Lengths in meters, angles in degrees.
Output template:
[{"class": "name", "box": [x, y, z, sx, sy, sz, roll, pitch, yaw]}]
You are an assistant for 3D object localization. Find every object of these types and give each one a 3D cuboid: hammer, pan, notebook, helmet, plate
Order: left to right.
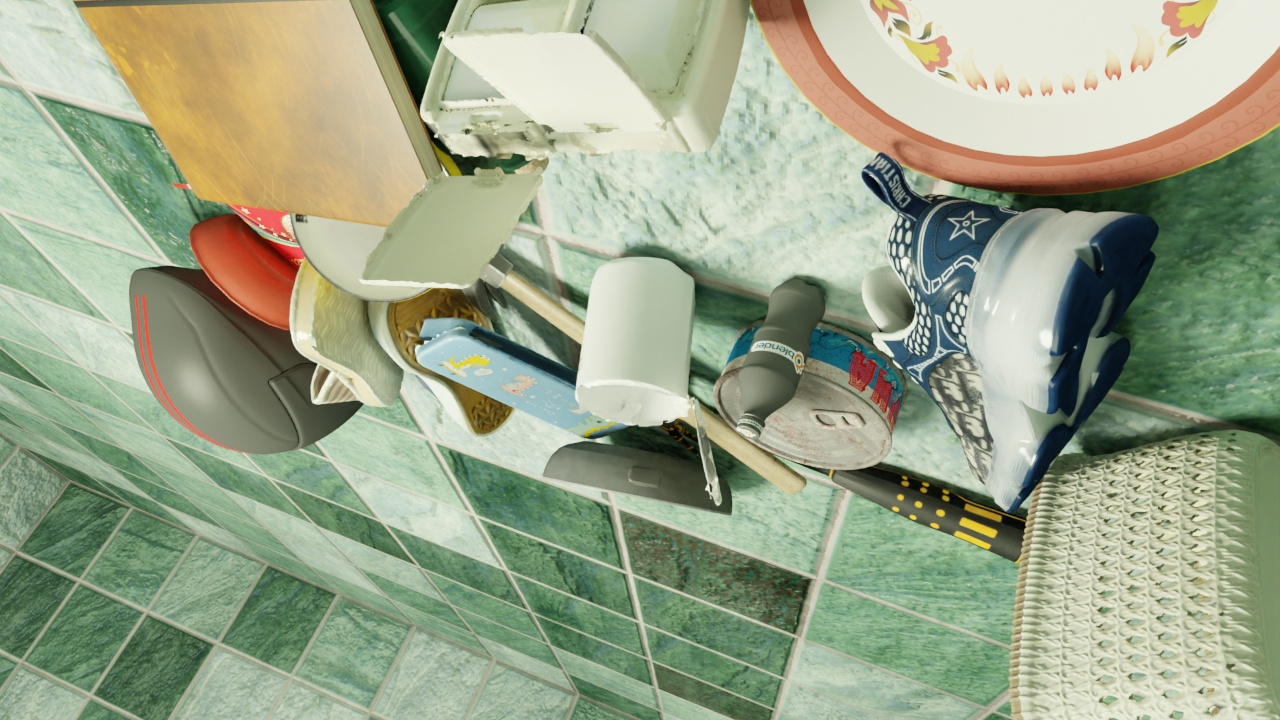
[{"class": "notebook", "box": [-0.226, -0.158, 0.518, 0.250, 0.014, 0.179, 12, 138, 30]}, {"class": "helmet", "box": [-0.375, 0.001, 0.885, 0.164, 0.169, 0.265, 4, 145, 35]}, {"class": "hammer", "box": [-0.004, 0.004, 0.717, 0.331, 0.030, 0.120, 34, 153, -8]}, {"class": "pan", "box": [0.002, 0.094, 0.762, 0.178, 0.041, 0.357, 11, 172, 1]}, {"class": "hammer", "box": [0.159, 0.090, 0.754, 0.321, 0.036, 0.123, 21, 153, 13]}, {"class": "plate", "box": [0.150, -0.152, 0.348, 0.230, 0.021, 0.230, 20, 152, 11]}]

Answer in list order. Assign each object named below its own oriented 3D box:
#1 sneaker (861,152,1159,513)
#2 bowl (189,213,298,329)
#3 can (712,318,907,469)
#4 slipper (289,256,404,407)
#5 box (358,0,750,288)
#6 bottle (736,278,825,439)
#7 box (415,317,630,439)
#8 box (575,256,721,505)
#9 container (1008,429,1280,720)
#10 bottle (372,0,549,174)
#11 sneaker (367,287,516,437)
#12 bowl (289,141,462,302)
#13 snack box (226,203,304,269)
[{"class": "sneaker", "box": [0.185, -0.009, 0.511, 0.132, 0.103, 0.269, 33, 168, 30]}, {"class": "bowl", "box": [-0.323, -0.084, 0.790, 0.122, 0.035, 0.122, 48, -169, -13]}, {"class": "can", "box": [0.120, 0.026, 0.657, 0.130, 0.044, 0.130, 20, 152, 11]}, {"class": "slipper", "box": [-0.243, -0.019, 0.754, 0.052, 0.115, 0.263, 7, 168, 0]}, {"class": "box", "box": [-0.043, -0.123, 0.388, 0.146, 0.185, 0.095, 3, 138, 24]}, {"class": "bottle", "box": [0.084, -0.001, 0.569, 0.036, 0.109, 0.036, 20, 152, 11]}, {"class": "box", "box": [-0.090, 0.023, 0.763, 0.066, 0.049, 0.209, -3, 158, 43]}, {"class": "box", "box": [0.011, 0.012, 0.609, 0.112, 0.162, 0.085, 7, 155, 5]}, {"class": "container", "box": [0.322, 0.159, 0.529, 0.184, 0.245, 0.143, 36, 142, -13]}, {"class": "bottle", "box": [-0.095, -0.152, 0.505, 0.061, 0.061, 0.131, 3, 145, 40]}, {"class": "sneaker", "box": [-0.178, -0.017, 0.810, 0.079, 0.087, 0.236, 37, 164, 29]}, {"class": "bowl", "box": [-0.168, -0.104, 0.623, 0.117, 0.067, 0.117, 2, 110, 4]}, {"class": "snack box", "box": [-0.258, -0.129, 0.706, 0.152, 0.035, 0.132, 2, 144, 38]}]
